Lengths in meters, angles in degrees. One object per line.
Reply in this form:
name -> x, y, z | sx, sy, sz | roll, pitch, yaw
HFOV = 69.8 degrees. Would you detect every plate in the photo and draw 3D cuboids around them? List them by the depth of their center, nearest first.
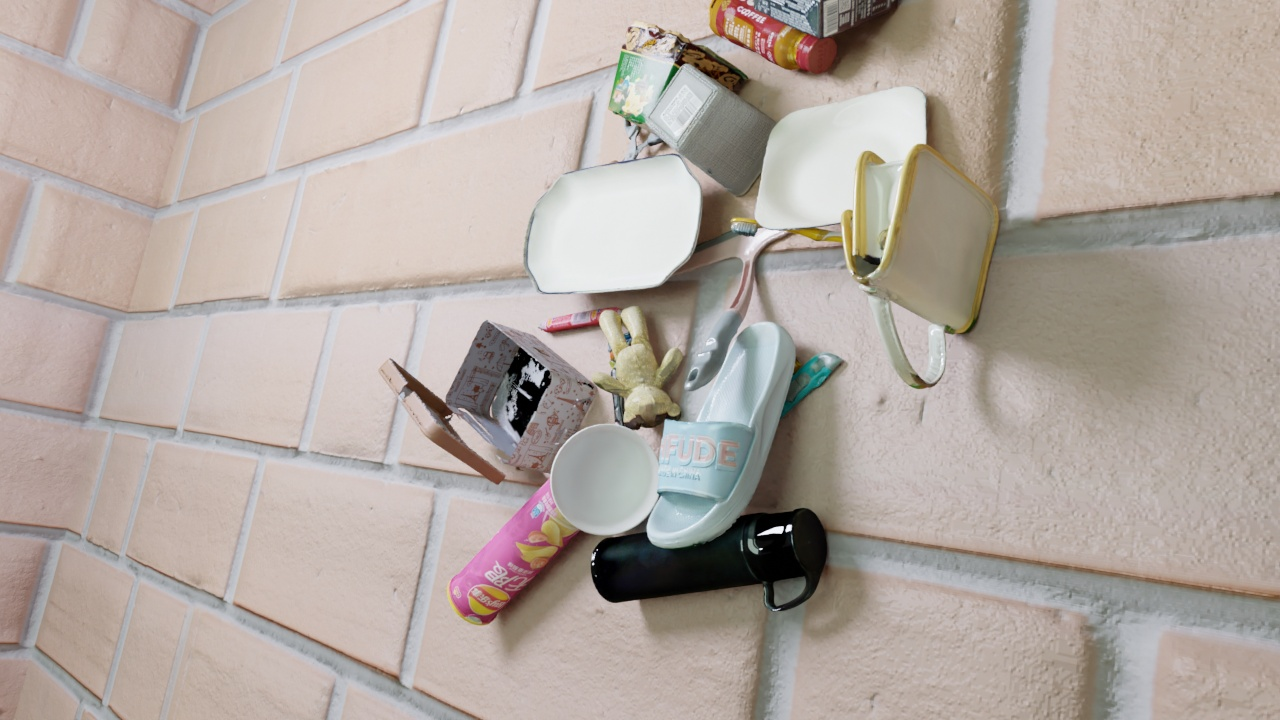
plate -> 0.197, -0.187, 0.889 | 0.164, 0.034, 0.164 | -6, 56, 31
plate -> -0.031, -0.152, 1.076 | 0.266, 0.034, 0.162 | -1, 75, 38

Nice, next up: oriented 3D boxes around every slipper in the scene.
slipper -> 0.072, 0.065, 0.871 | 0.104, 0.074, 0.245 | 2, 62, 56

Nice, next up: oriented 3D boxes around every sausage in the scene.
sausage -> -0.073, -0.050, 1.137 | 0.156, 0.020, 0.020 | -6, 71, 42

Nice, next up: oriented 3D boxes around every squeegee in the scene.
squeegee -> 0.090, -0.051, 0.926 | 0.248, 0.040, 0.248 | -18, 35, 38

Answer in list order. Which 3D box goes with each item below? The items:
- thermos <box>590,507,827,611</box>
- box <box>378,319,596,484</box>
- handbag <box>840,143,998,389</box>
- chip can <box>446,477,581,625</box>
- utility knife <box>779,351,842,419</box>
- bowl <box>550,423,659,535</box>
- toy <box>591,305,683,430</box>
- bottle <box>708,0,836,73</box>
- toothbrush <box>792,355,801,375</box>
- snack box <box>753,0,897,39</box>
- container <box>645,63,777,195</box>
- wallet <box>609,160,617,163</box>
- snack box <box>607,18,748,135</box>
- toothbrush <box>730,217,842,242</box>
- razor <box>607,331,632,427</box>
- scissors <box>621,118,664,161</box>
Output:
thermos -> 0.060, 0.201, 0.885 | 0.243, 0.068, 0.089 | -18, 64, 39
box -> -0.199, 0.039, 1.103 | 0.183, 0.192, 0.156 | 35, 100, 44
handbag -> 0.223, -0.070, 0.756 | 0.063, 0.163, 0.178 | 4, 79, 46
chip can -> -0.138, 0.219, 1.069 | 0.211, 0.071, 0.071 | -47, 49, 22
utility knife -> 0.137, 0.045, 0.906 | 0.157, 0.013, 0.029 | -48, 49, 22
bowl -> -0.040, 0.126, 1.001 | 0.065, 0.118, 0.118 | -176, 104, -83
toy -> -0.006, 0.006, 1.024 | 0.066, 0.105, 0.157 | 97, 159, -59
bottle -> 0.144, -0.361, 1.008 | 0.057, 0.057, 0.175 | -57, 46, 13
toothbrush -> 0.093, 0.059, 0.942 | 0.190, 0.015, 0.016 | -44, 56, 24
snack box -> 0.198, -0.388, 0.944 | 0.125, 0.053, 0.113 | -26, 45, -18
container -> 0.078, -0.252, 0.993 | 0.090, 0.114, 0.090 | -53, 46, 16
wallet -> -0.042, -0.181, 1.154 | 0.115, 0.020, 0.101 | -52, 45, 20
snack box -> 0.033, -0.312, 1.058 | 0.118, 0.117, 0.106 | 36, 105, 43
toothbrush -> 0.175, -0.116, 0.878 | 0.191, 0.016, 0.018 | 13, 74, 24
razor -> -0.025, 0.034, 1.060 | 0.043, 0.022, 0.142 | -19, 64, 40
scissors -> -0.009, -0.258, 1.133 | 0.176, 0.014, 0.159 | -25, 54, 25
